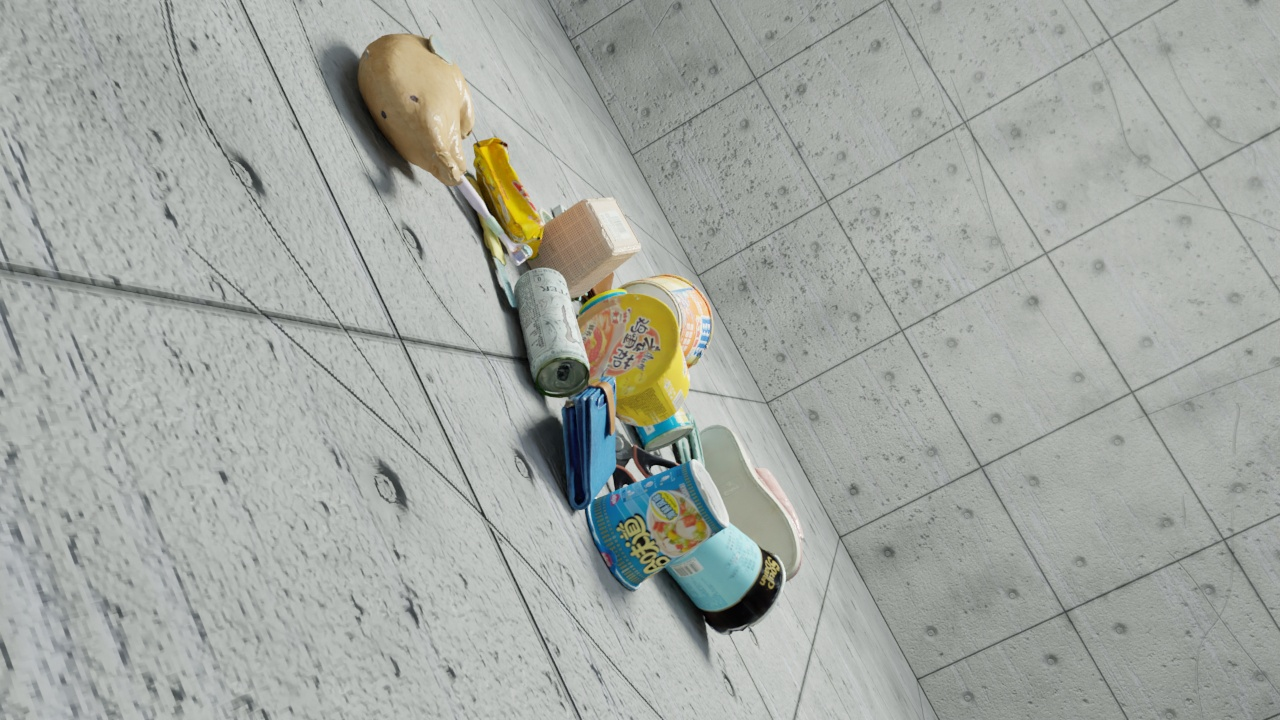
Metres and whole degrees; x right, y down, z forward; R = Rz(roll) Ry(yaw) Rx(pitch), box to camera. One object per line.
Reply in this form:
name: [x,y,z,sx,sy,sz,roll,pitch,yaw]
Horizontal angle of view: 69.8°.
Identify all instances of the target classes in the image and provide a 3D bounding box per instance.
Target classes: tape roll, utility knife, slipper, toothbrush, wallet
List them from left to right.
toothbrush: [-0.184,-0.183,0.986,0.189,0.021,0.029,52,51,-8]
utility knife: [-0.162,-0.135,1.006,0.031,0.022,0.219,40,16,-52]
tape roll: [-0.125,-0.177,1.308,0.086,0.014,0.085,57,11,-19]
wallet: [-0.070,-0.134,1.327,0.124,0.032,0.101,-77,149,-54]
wallet: [-0.044,0.073,0.875,0.133,0.040,0.106,-44,134,-79]
slipper: [0.154,0.210,1.345,0.054,0.114,0.274,41,16,-50]

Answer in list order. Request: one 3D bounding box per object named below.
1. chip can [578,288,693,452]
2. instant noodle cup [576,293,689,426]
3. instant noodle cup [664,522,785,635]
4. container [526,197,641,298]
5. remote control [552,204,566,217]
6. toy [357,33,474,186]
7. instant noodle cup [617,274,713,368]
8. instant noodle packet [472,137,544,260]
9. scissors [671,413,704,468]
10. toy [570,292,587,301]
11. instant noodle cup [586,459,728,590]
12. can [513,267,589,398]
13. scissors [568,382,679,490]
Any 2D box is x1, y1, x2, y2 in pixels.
chip can: [-0.007,0.012,1.204,0.210,0.071,0.071,64,11,16]
instant noodle cup: [-0.006,0.006,1.082,0.110,0.138,0.138,59,8,-56]
instant noodle cup: [0.079,0.218,0.999,0.120,0.111,0.111,47,15,-24]
container: [-0.071,-0.141,1.134,0.089,0.111,0.090,-21,81,-59]
remote control: [-0.102,-0.180,1.403,0.058,0.021,0.149,51,15,-43]
toy: [-0.213,-0.239,0.877,0.143,0.083,0.225,39,23,-31]
instant noodle cup: [0.018,-0.051,1.306,0.151,0.152,0.111,62,18,8]
instant noodle packet: [-0.150,-0.184,1.055,0.128,0.044,0.111,63,-10,6]
scissors: [0.070,0.140,1.283,0.180,0.019,0.170,54,26,-61]
toy: [-0.100,-0.115,1.218,0.092,0.030,0.096,68,14,16]
instant noodle cup: [0.021,0.149,0.864,0.099,0.110,0.099,58,11,-18]
can: [-0.093,-0.031,0.947,0.058,0.058,0.146,50,14,-43]
scissors: [-0.006,0.096,0.973,0.015,0.193,0.206,96,-1,-67]
